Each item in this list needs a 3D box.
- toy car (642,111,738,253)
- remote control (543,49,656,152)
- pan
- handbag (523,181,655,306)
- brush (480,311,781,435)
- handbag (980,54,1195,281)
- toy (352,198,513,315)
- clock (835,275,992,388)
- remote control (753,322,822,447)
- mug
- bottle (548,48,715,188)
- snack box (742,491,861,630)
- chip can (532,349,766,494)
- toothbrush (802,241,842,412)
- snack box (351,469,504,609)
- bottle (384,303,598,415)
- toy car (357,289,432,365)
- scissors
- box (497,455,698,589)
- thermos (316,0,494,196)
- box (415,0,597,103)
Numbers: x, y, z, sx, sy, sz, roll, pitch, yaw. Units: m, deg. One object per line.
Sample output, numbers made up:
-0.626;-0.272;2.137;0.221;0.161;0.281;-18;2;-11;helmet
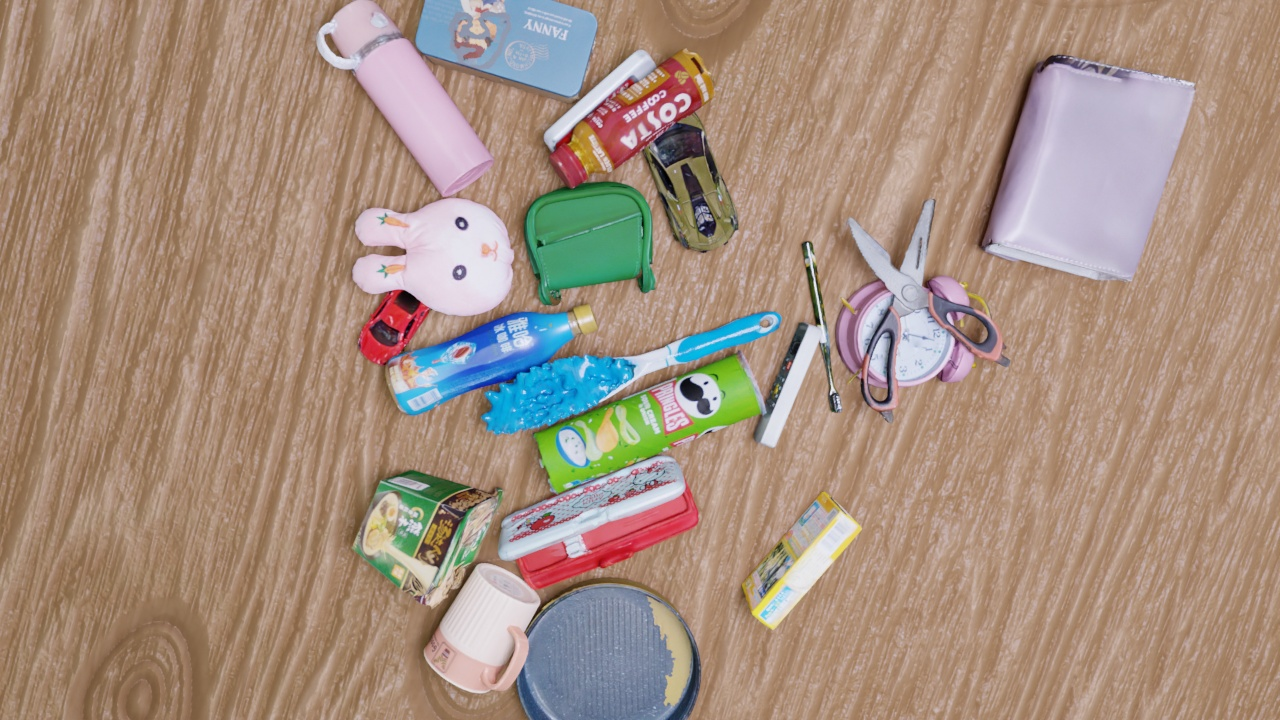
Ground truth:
0.048;-0.188;0.943;0.070;0.042;0.158;-23;93;1;toy car
-0.037;-0.254;0.927;0.136;0.056;0.020;-41;67;2;remote control
-0.030;0.412;0.981;0.198;0.078;0.357;-3;96;0;pan
-0.052;-0.120;0.938;0.131;0.068;0.120;-8;104;-2;handbag
-0.006;0.005;0.942;0.315;0.109;0.060;-19;87;8;brush
0.440;-0.189;0.921;0.145;0.098;0.197;15;96;-4;handbag
-0.208;-0.105;0.927;0.159;0.054;0.121;1;81;-13;toy
0.286;-0.029;0.953;0.158;0.060;0.117;-8;96;-2;clock
0.152;0.025;0.957;0.019;0.056;0.135;22;95;-3;remote control
-0.156;0.284;0.951;0.081;0.114;0.106;29;92;-42;mug
-0.009;-0.234;0.900;0.175;0.057;0.057;-37;95;-7;bottle
0.166;0.207;0.960;0.034;0.087;0.140;42;93;-4;snack box
0.008;0.065;0.951;0.236;0.072;0.072;-21;96;2;chip can
0.193;-0.034;0.971;0.012;0.017;0.186;-11;96;3;toothbrush
-0.222;0.170;0.943;0.105;0.118;0.117;25;95;7;snack box
-0.150;-0.009;0.944;0.219;0.065;0.065;-21;96;1;bottle
-0.254;-0.043;0.956;0.049;0.031;0.106;36;96;-3;toy car
0.268;-0.048;0.913;0.222;0.015;0.189;44;94;-5;scissors
-0.042;0.173;0.946;0.201;0.101;0.095;-22;95;1;box
-0.235;-0.258;0.909;0.067;0.087;0.198;-29;100;46;thermos
-0.126;-0.319;0.916;0.184;0.061;0.090;14;96;-1;box
